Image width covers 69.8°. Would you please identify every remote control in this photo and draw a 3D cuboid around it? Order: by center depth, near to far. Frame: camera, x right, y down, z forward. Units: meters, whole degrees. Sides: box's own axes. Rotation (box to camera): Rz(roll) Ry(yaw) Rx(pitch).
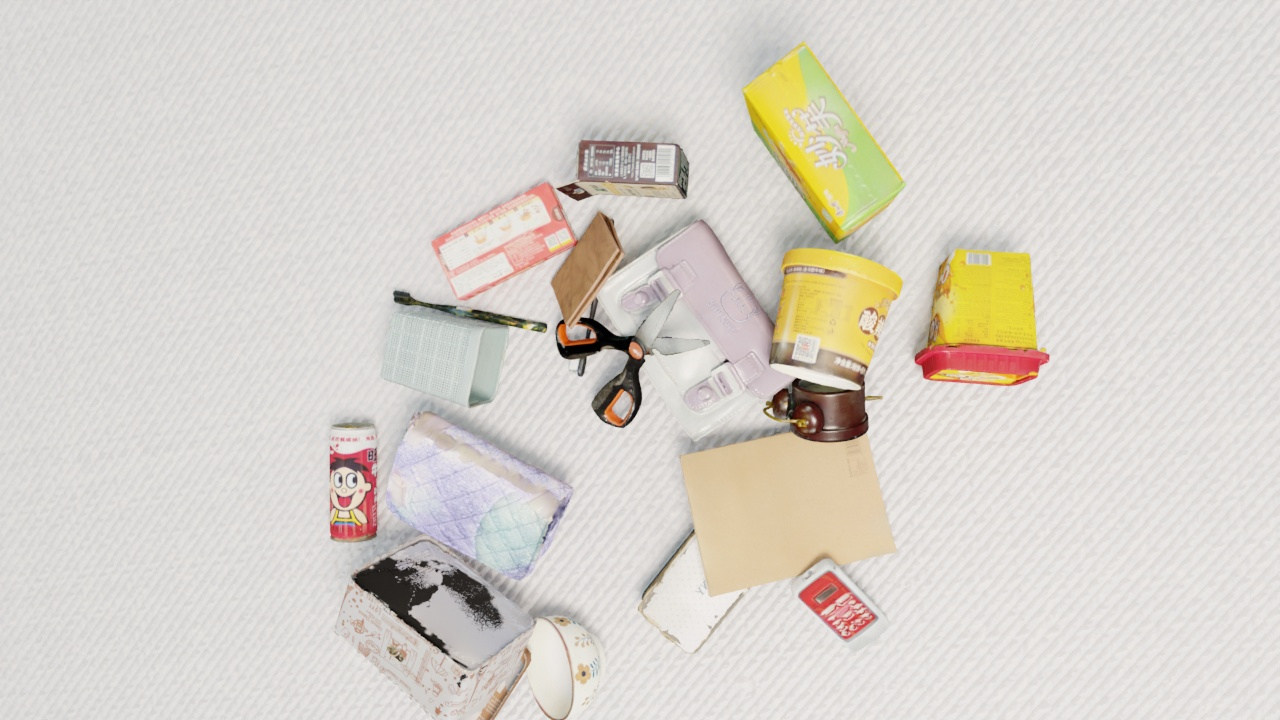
[{"bbox_3d":[0.214,0.262,0.976,0.056,0.020,0.136,-40,120,6],"label":"remote control"}]

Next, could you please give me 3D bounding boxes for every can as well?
[{"bbox_3d":[-0.334,0.140,1.066,0.053,0.053,0.133,2,94,8],"label":"can"}]

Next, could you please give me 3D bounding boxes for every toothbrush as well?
[{"bbox_3d":[-0.053,-0.070,1.029,0.018,0.015,0.181,16,97,16],"label":"toothbrush"},{"bbox_3d":[-0.196,-0.056,1.051,0.186,0.017,0.012,12,59,7],"label":"toothbrush"}]

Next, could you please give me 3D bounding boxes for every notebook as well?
[{"bbox_3d":[0.157,0.152,0.970,0.211,0.012,0.149,-11,84,-11],"label":"notebook"}]

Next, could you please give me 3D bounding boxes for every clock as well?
[{"bbox_3d":[0.186,0.050,0.956,0.121,0.082,0.055,-11,109,-20],"label":"clock"}]

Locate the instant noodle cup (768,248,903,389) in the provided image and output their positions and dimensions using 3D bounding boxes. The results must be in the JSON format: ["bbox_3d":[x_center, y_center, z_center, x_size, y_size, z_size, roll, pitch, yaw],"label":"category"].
[{"bbox_3d":[0.184,-0.038,0.900,0.118,0.118,0.114,16,85,7],"label":"instant noodle cup"}]

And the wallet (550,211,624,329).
[{"bbox_3d":[-0.057,-0.097,0.977,0.020,0.115,0.101,28,108,-24],"label":"wallet"}]

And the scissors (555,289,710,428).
[{"bbox_3d":[-0.020,-0.011,0.948,0.211,0.021,0.222,36,138,25],"label":"scissors"}]

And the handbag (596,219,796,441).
[{"bbox_3d":[0.062,-0.032,0.978,0.145,0.098,0.197,-34,89,4],"label":"handbag"}]

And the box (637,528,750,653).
[{"bbox_3d":[0.073,0.238,1.011,0.090,0.059,0.184,40,100,4],"label":"box"}]

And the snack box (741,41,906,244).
[{"bbox_3d":[0.175,-0.199,0.887,0.070,0.210,0.157,-35,87,10],"label":"snack box"}]

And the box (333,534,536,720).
[{"bbox_3d":[-0.237,0.326,1.013,0.183,0.156,0.194,32,113,20],"label":"box"}]

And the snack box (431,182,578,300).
[{"bbox_3d":[-0.153,-0.133,1.034,0.153,0.025,0.075,-26,89,9],"label":"snack box"}]

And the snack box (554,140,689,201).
[{"bbox_3d":[-0.016,-0.196,0.965,0.126,0.113,0.053,5,93,8],"label":"snack box"}]

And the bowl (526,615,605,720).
[{"bbox_3d":[-0.079,0.340,1.029,0.062,0.114,0.113,-3,95,-35],"label":"bowl"}]

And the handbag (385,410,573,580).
[{"bbox_3d":[-0.181,0.149,1.021,0.194,0.075,0.134,27,126,4],"label":"handbag"}]

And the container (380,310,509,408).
[{"bbox_3d":[-0.219,-0.006,1.023,0.111,0.090,0.090,13,96,10],"label":"container"}]

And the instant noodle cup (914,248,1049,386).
[{"bbox_3d":[0.344,-0.043,0.929,0.116,0.116,0.123,4,83,7],"label":"instant noodle cup"}]
